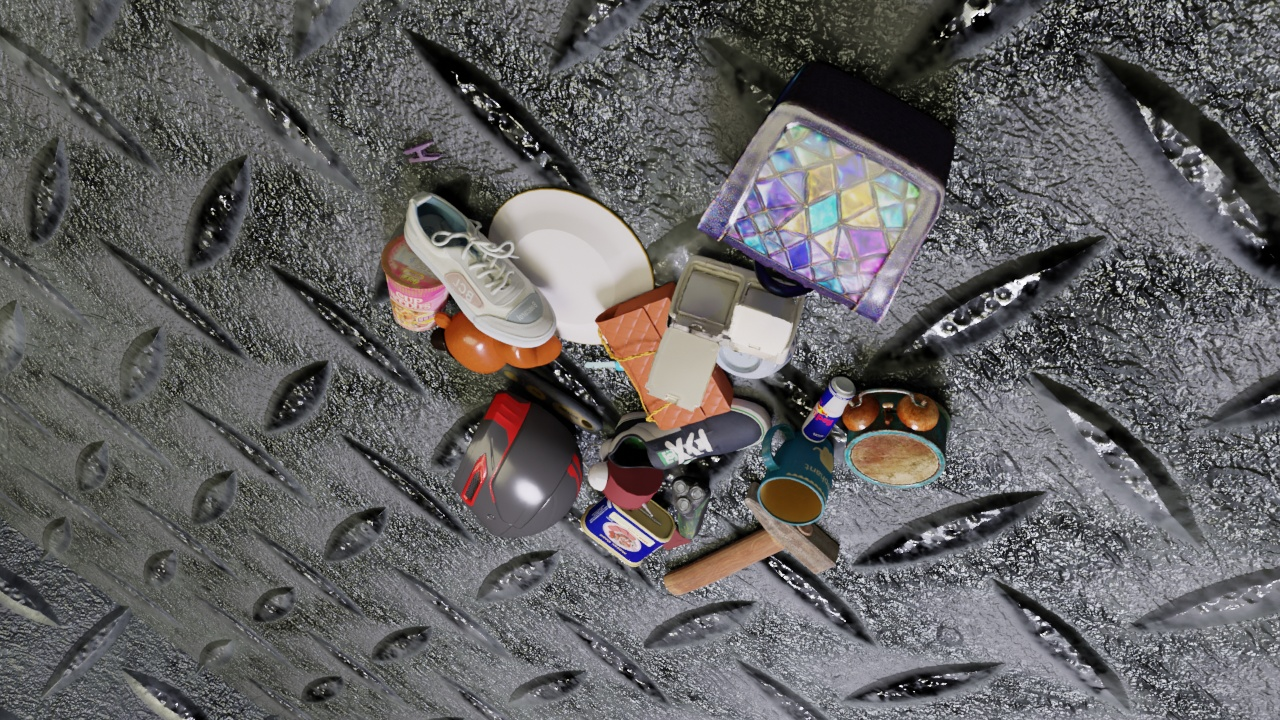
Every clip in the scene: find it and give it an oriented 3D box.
[{"bbox_3d":[-0.267,-0.254,1.124,0.052,0.013,0.035,-7,123,34],"label":"clip"}]

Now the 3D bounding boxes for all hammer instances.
[{"bbox_3d":[0.133,0.289,1.365,0.158,0.037,0.302,42,133,-11],"label":"hammer"}]

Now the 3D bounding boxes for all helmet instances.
[{"bbox_3d":[-0.168,0.161,1.320,0.170,0.163,0.266,27,139,-5],"label":"helmet"}]

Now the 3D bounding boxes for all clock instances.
[{"bbox_3d":[0.296,0.077,1.072,0.121,0.073,0.158,-2,138,24],"label":"clock"},{"bbox_3d":[-0.023,0.161,1.301,0.124,0.086,0.044,29,136,-3],"label":"clock"}]

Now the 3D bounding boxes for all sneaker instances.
[{"bbox_3d":[-0.199,-0.114,1.123,0.242,0.089,0.091,43,156,8],"label":"sneaker"},{"bbox_3d":[0.061,0.107,1.217,0.236,0.078,0.084,-10,121,32],"label":"sneaker"}]

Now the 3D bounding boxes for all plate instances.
[{"bbox_3d":[-0.093,-0.109,1.151,0.230,0.021,0.230,14,132,16],"label":"plate"}]

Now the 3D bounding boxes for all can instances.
[{"bbox_3d":[0.230,0.060,1.123,0.032,0.032,0.095,26,135,5],"label":"can"},{"bbox_3d":[-0.017,0.244,1.369,0.116,0.056,0.092,38,134,-7],"label":"can"}]

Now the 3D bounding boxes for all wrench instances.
[{"bbox_3d":[-0.170,0.022,1.302,0.273,0.022,0.074,33,128,-2],"label":"wrench"}]

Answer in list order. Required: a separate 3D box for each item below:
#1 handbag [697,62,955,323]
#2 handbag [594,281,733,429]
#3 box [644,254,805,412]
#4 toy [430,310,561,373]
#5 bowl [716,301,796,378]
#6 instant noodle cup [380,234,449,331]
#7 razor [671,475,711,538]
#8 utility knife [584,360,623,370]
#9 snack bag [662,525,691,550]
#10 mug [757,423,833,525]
[{"bbox_3d":[0.181,-0.150,0.905,0.205,0.125,0.223,28,132,2],"label":"handbag"},{"bbox_3d":[0.028,0.004,1.140,0.109,0.060,0.172,-20,115,24],"label":"handbag"},{"bbox_3d":[0.096,-0.039,0.979,0.143,0.192,0.107,16,151,6],"label":"box"},{"bbox_3d":[-0.198,-0.030,1.218,0.176,0.096,0.112,-8,141,12],"label":"toy"},{"bbox_3d":[0.126,-0.018,1.101,0.114,0.045,0.114,14,132,16],"label":"bowl"},{"bbox_3d":[-0.294,-0.098,1.220,0.098,0.097,0.109,26,142,5],"label":"instant noodle cup"},{"bbox_3d":[0.068,0.217,1.319,0.054,0.067,0.152,20,142,15],"label":"razor"},{"bbox_3d":[-0.007,0.007,1.211,0.152,0.015,0.022,-2,124,28],"label":"utility knife"},{"bbox_3d":[0.009,0.230,1.395,0.057,0.013,0.158,-30,111,40],"label":"snack bag"},{"bbox_3d":[0.193,0.131,1.153,0.085,0.104,0.112,-25,111,40],"label":"mug"}]
